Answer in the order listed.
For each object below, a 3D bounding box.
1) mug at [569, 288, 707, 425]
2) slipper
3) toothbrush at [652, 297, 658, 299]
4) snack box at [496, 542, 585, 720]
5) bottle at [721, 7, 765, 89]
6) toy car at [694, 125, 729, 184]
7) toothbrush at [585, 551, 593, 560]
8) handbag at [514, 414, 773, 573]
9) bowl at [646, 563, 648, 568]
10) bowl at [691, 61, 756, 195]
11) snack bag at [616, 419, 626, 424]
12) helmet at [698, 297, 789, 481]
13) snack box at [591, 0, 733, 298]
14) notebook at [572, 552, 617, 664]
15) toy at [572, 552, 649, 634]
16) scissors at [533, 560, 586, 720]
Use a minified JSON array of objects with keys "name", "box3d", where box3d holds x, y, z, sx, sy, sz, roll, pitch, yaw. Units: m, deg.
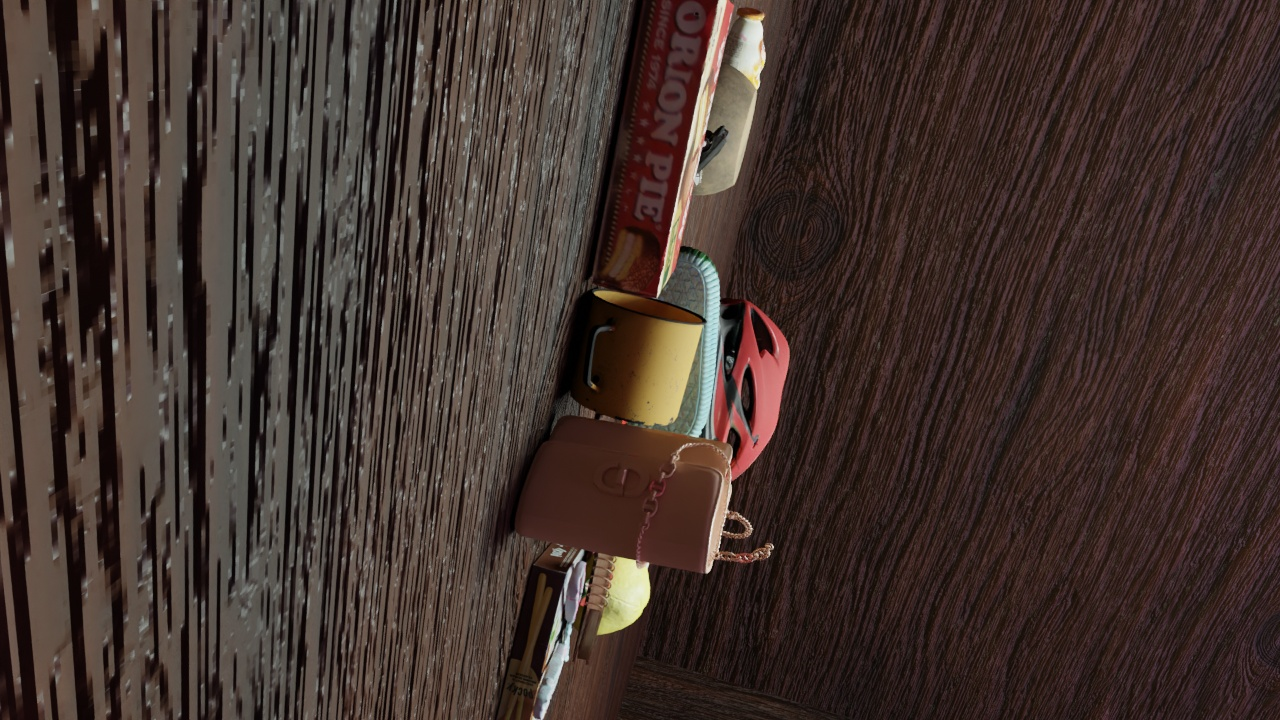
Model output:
[{"name":"mug","box3d":[-0.011,-0.002,0.773,0.123,0.100,0.094,-4,113,-57]},{"name":"slipper","box3d":[0.046,-0.012,1.141,0.069,0.116,0.277,-38,139,-59]},{"name":"toothbrush","box3d":[0.014,-0.074,1.022,0.167,0.013,0.012,62,18,-62]},{"name":"snack box","box3d":[-0.098,0.275,0.892,0.101,0.032,0.186,-30,134,-81]},{"name":"bottle","box3d":[0.136,-0.409,1.218,0.063,0.063,0.109,-66,169,-53]},{"name":"toy car","box3d":[0.065,-0.224,1.032,0.092,0.037,0.040,-42,-169,27]},{"name":"toothbrush","box3d":[-0.059,0.263,1.286,0.184,0.016,0.015,26,78,-80]},{"name":"handbag","box3d":[0.003,0.151,0.758,0.116,0.199,0.187,-68,162,-46]},{"name":"bowl","box3d":[-0.020,0.285,1.408,0.115,0.050,0.114,-164,-89,-78]},{"name":"bowl","box3d":[0.093,-0.278,1.117,0.162,0.070,0.162,16,88,-83]},{"name":"snack bag","box3d":[-0.006,0.006,1.036,0.144,0.039,0.131,-61,163,-79]},{"name":"helmet","box3d":[0.088,0.044,1.259,0.218,0.166,0.272,15,-88,55]},{"name":"snack box","box3d":[0.018,-0.179,0.753,0.113,0.060,0.237,-60,164,-70]},{"name":"notebook","box3d":[-0.037,0.202,0.997,0.169,0.022,0.209,103,-1,-54]},{"name":"toy","box3d":[-0.036,0.298,1.208,0.133,0.092,0.208,-62,177,-4]},{"name":"scissors","box3d":[-0.074,0.268,0.877,0.171,0.013,0.174,102,5,-49]}]
